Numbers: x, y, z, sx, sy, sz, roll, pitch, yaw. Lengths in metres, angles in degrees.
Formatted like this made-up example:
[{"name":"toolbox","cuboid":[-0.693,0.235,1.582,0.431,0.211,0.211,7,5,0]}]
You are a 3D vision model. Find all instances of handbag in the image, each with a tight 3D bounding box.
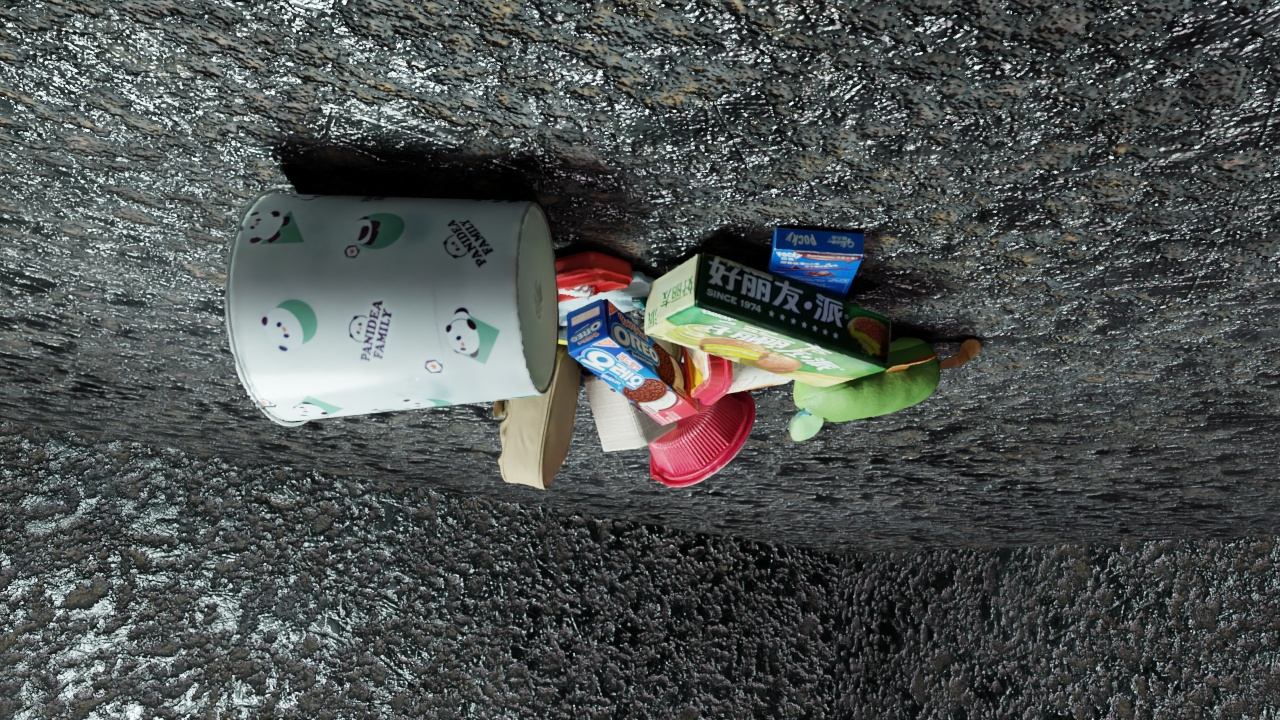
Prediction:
[{"name":"handbag","cuboid":[-0.144,0.071,1.285,0.100,0.204,0.147,12,-178,11]}]

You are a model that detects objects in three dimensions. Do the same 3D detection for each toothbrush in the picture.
[{"name":"toothbrush","cuboid":[0.022,-0.056,1.051,0.018,0.016,0.191,3,177,16]}]

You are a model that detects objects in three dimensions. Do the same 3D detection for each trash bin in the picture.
[{"name":"trash bin","cuboid":[-0.218,-0.053,0.875,0.252,0.229,0.230,-1,163,7]}]

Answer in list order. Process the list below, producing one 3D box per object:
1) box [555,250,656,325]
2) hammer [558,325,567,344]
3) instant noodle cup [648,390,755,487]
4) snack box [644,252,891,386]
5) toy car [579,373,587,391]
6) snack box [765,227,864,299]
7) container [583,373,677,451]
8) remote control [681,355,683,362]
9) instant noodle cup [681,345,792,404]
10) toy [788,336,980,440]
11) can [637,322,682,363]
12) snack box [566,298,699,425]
[{"name":"box","cuboid":[-0.076,-0.078,1.051,0.201,0.038,0.157,-9,168,40]},{"name":"hammer","cuboid":[-0.188,-0.047,1.196,0.323,0.031,0.126,8,163,-8]},{"name":"instant noodle cup","cuboid":[0.077,0.097,1.381,0.194,0.193,0.066,-11,131,45]},{"name":"snack box","cuboid":[0.134,-0.038,0.964,0.240,0.063,0.115,17,162,-23]},{"name":"toy car","cuboid":[-0.111,0.029,1.417,0.043,0.034,0.090,-8,161,32]},{"name":"snack box","cuboid":[0.172,-0.090,0.934,0.084,0.026,0.157,5,164,4]},{"name":"container","cuboid":[-0.016,0.062,1.327,0.090,0.111,0.090,-10,-168,45]},{"name":"remote control","cuboid":[0.118,-0.009,1.236,0.136,0.020,0.056,4,164,4]},{"name":"instant noodle cup","cuboid":[0.122,-0.013,1.080,0.124,0.116,0.116,-2,165,-13]},{"name":"toy","cuboid":[0.289,0.024,1.124,0.246,0.090,0.228,-11,167,-26]},{"name":"can","cuboid":[0.007,-0.001,1.203,0.075,0.075,0.111,9,163,-11]},{"name":"snack box","cuboid":[-0.006,0.006,1.069,0.058,0.057,0.207,-21,143,25]}]
